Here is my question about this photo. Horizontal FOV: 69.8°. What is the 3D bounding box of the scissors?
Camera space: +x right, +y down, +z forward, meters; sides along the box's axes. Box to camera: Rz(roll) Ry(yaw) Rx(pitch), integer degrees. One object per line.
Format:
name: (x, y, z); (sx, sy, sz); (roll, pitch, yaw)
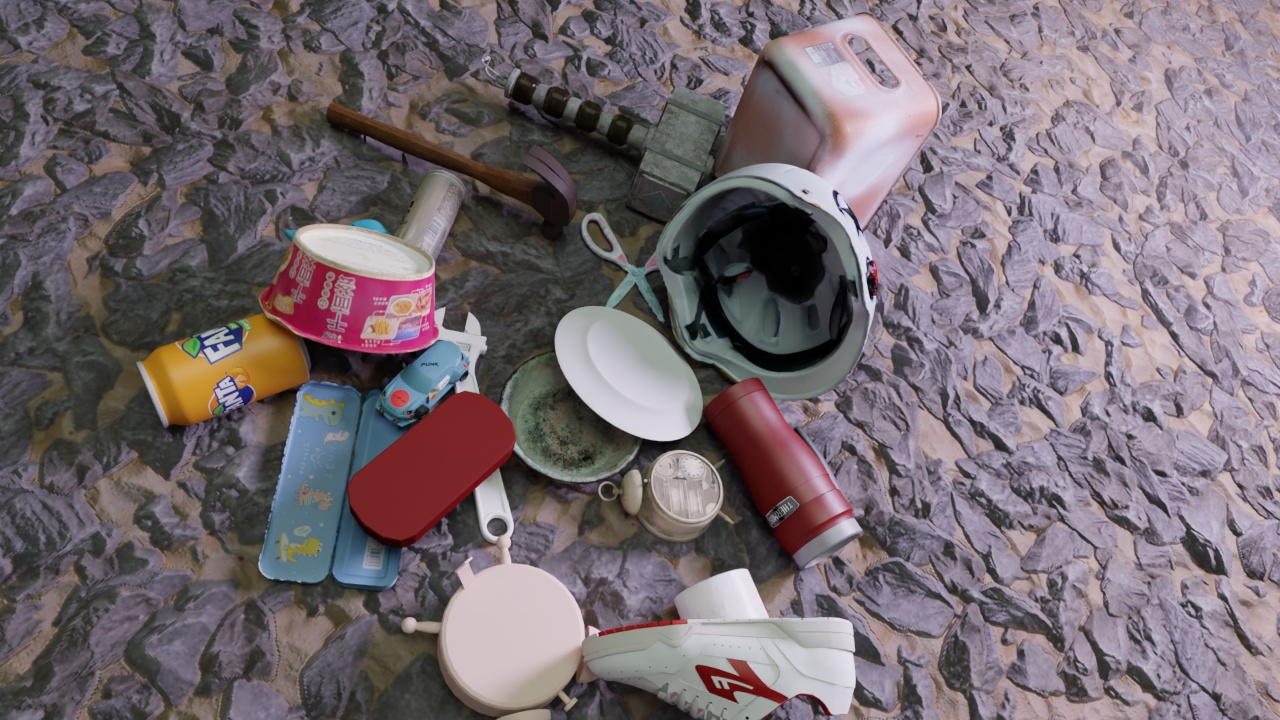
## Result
scissors: (-0.013, -0.124, 1.128); (0.173, 0.014, 0.170); (36, 60, 4)

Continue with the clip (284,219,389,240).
clip: (-0.334, -0.115, 1.009); (0.120, 0.104, 0.027); (-27, 65, -36)

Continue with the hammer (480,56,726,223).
hammer: (-0.059, -0.310, 1.183); (0.326, 0.080, 0.176); (23, 56, -3)

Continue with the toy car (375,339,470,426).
toy car: (-0.224, 0.017, 0.946); (0.060, 0.028, 0.107); (35, 57, 8)

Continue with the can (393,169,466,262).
can: (-0.246, -0.152, 1.048); (0.054, 0.054, 0.135); (19, 57, -6)

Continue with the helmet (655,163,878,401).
helmet: (0.159, -0.097, 1.048); (0.264, 0.237, 0.163); (61, 37, -11)

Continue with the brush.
brush: (-0.200, 0.106, 0.888); (0.082, 0.042, 0.173); (41, 60, 11)

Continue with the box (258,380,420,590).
box: (-0.288, 0.118, 0.898); (0.125, 0.021, 0.208); (7, 58, -10)

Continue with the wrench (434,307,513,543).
wrench: (-0.177, 0.062, 0.965); (0.066, 0.018, 0.273); (-8, 64, -20)

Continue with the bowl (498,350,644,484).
bowl: (-0.075, 0.065, 0.980); (0.157, 0.039, 0.157); (8, 58, -13)

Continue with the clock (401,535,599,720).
clock: (-0.115, 0.253, 0.835); (0.160, 0.086, 0.130); (47, 58, 6)

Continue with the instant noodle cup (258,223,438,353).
instant noodle cup: (-0.283, -0.080, 0.925); (0.178, 0.078, 0.178); (17, 19, -6)

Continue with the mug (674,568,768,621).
mug: (0.088, 0.266, 0.885); (0.082, 0.083, 0.106); (-11, 63, -23)

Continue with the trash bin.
trash bin: (0.214, -0.268, 1.138); (0.157, 0.260, 0.181); (-22, 69, -23)

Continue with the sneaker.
sneaker: (0.067, 0.280, 0.793); (0.236, 0.090, 0.104); (-1, 70, 0)

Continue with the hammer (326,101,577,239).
hammer: (-0.226, -0.240, 1.093); (0.323, 0.115, 0.033); (22, 56, 7)

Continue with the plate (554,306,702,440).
plate: (-0.006, 0.006, 1.007); (0.188, 0.016, 0.188); (24, 38, -21)

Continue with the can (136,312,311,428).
can: (-0.401, 0.007, 0.891); (0.142, 0.079, 0.079); (-24, 70, -27)

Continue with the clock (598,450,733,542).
clock: (0.025, 0.137, 0.959); (0.140, 0.055, 0.092); (4, 59, -17)

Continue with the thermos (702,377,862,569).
thermos: (0.159, 0.118, 0.998); (0.107, 0.084, 0.198); (-12, 61, -42)
